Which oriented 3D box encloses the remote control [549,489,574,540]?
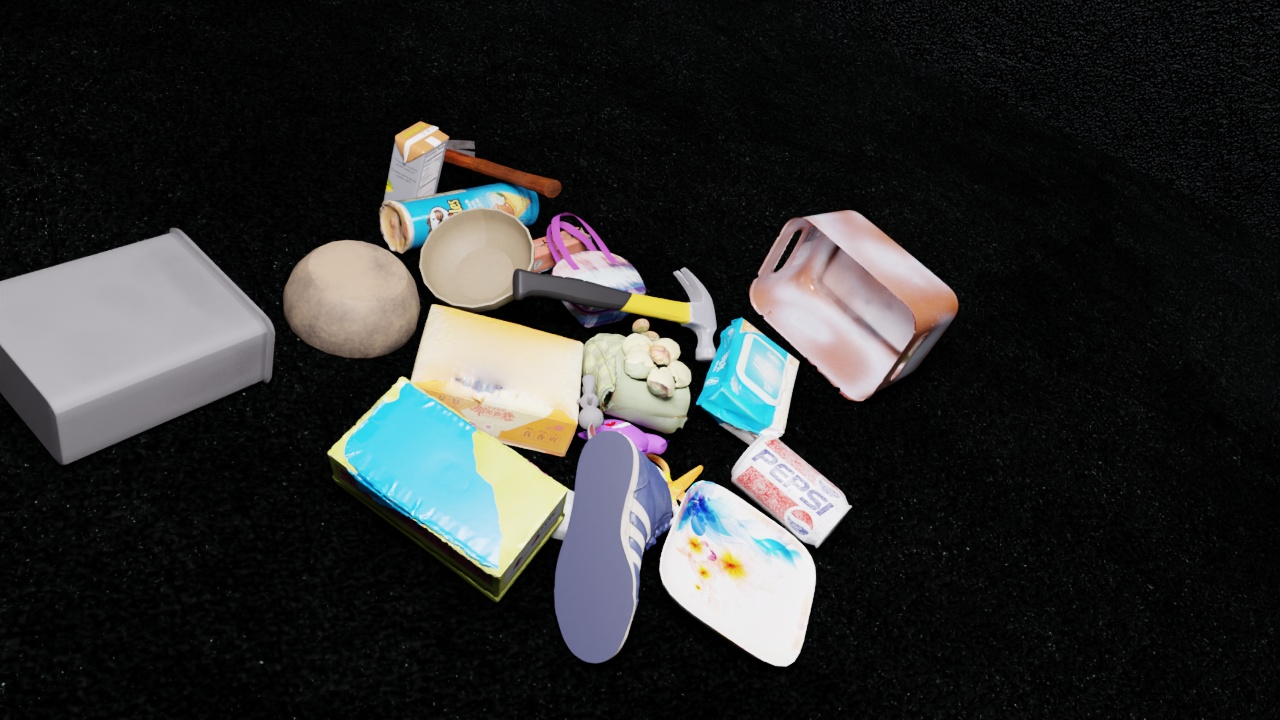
[{"bbox_3d":[-0.111,0.159,1.007,0.114,0.028,0.060,20,41,-6],"label":"remote control"}]

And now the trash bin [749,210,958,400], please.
[{"bbox_3d":[0.327,-0.091,1.395,0.157,0.182,0.259,-18,54,-42],"label":"trash bin"}]

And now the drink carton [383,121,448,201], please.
[{"bbox_3d":[-0.318,-0.265,1.295,0.048,0.125,0.076,29,40,5],"label":"drink carton"}]

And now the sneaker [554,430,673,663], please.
[{"bbox_3d":[-0.022,0.202,0.979,0.091,0.118,0.232,-6,70,21],"label":"sneaker"}]

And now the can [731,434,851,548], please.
[{"bbox_3d":[0.183,0.159,1.121,0.136,0.078,0.078,40,42,18],"label":"can"}]

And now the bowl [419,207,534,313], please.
[{"bbox_3d":[-0.213,-0.127,1.225,0.152,0.050,0.152,-2,66,3],"label":"bowl"}]

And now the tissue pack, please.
[{"bbox_3d":[0.150,0.027,1.249,0.117,0.066,0.208,38,36,-10],"label":"tissue pack"}]

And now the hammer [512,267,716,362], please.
[{"bbox_3d":[-0.026,-0.079,1.222,0.323,0.029,0.127,9,74,-36],"label":"hammer"}]

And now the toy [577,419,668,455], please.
[{"bbox_3d":[-0.025,0.101,1.094,0.088,0.056,0.105,31,21,24],"label":"toy"}]

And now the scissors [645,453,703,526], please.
[{"bbox_3d":[0.038,0.157,1.101,0.125,0.011,0.129,33,42,12],"label":"scissors"}]

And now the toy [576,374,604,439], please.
[{"bbox_3d":[-0.056,0.066,1.046,0.030,0.049,0.111,-2,49,-6],"label":"toy"}]

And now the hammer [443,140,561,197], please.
[{"bbox_3d":[-0.229,-0.285,1.353,0.301,0.028,0.110,24,32,37],"label":"hammer"}]

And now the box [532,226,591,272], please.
[{"bbox_3d":[-0.149,-0.159,1.332,0.058,0.060,0.186,12,26,39],"label":"box"}]

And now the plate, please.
[{"bbox_3d":[0.109,0.236,1.024,0.187,0.016,0.186,35,39,-5],"label":"plate"}]

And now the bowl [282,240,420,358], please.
[{"bbox_3d":[-0.348,-0.083,1.120,0.162,0.070,0.162,14,40,-13],"label":"bowl"}]

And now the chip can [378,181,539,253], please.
[{"bbox_3d":[-0.254,-0.207,1.304,0.228,0.080,0.080,-20,57,-42],"label":"chip can"}]

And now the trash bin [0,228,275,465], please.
[{"bbox_3d":[-0.529,-0.022,0.941,0.192,0.098,0.219,40,43,18],"label":"trash bin"}]

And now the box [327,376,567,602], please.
[{"bbox_3d":[-0.196,0.128,0.938,0.221,0.082,0.124,31,58,11],"label":"box"}]

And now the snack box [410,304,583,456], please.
[{"bbox_3d":[-0.169,0.018,1.092,0.195,0.081,0.144,14,41,-13],"label":"snack box"}]

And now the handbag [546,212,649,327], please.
[{"bbox_3d":[-0.075,-0.137,1.300,0.144,0.068,0.170,-15,64,-38],"label":"handbag"}]

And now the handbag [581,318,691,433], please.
[{"bbox_3d":[-0.007,0.007,1.147,0.113,0.117,0.186,15,23,-24],"label":"handbag"}]
